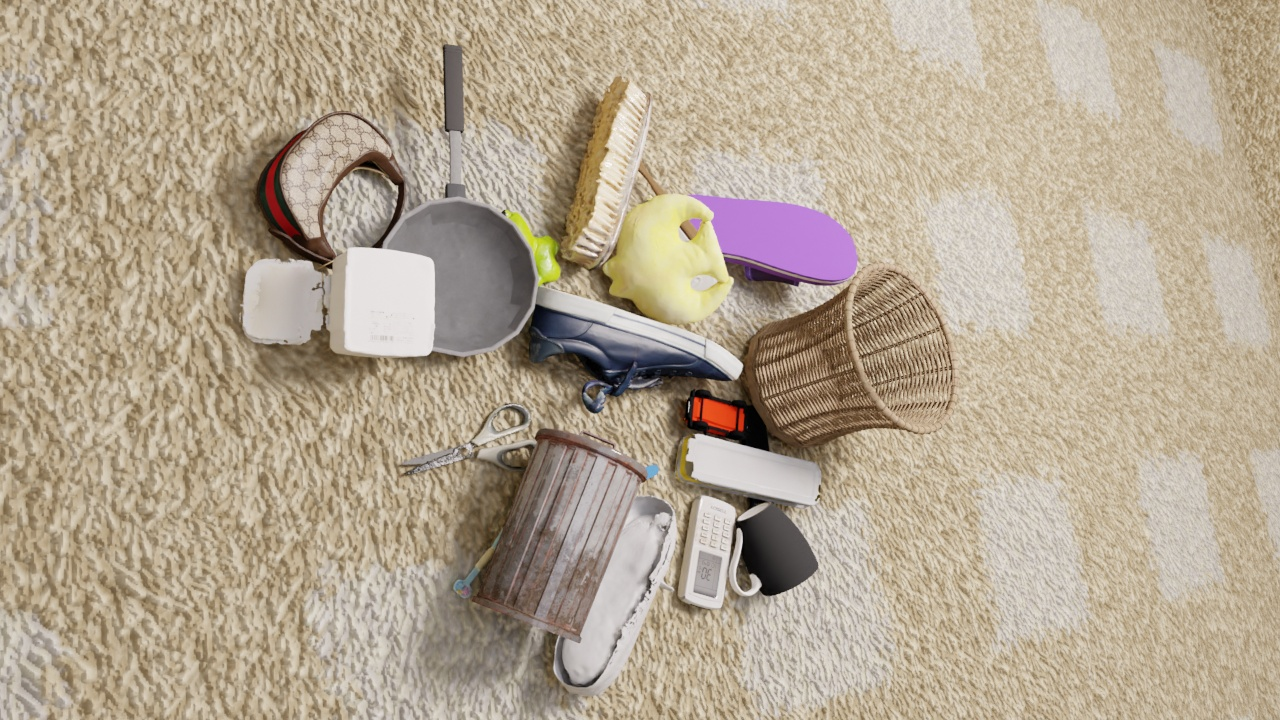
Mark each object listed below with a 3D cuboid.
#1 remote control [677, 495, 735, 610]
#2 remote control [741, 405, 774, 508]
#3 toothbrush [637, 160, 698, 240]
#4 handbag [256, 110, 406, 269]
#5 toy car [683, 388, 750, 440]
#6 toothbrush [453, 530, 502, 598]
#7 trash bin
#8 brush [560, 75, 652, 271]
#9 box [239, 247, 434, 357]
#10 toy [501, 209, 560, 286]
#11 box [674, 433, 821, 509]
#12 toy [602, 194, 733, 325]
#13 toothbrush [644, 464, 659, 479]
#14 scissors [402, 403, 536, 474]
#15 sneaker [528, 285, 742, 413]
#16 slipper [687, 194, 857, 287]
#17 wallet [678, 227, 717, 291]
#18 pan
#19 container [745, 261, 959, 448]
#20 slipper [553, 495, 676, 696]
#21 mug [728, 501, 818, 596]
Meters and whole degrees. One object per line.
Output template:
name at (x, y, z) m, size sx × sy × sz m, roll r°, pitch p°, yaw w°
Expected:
remote control at (0.084, 0.242, 1.158) m, size 0.060 × 0.026 × 0.138 m, roll 23°, pitch 66°, yaw -28°
remote control at (0.156, 0.136, 1.239) m, size 0.041 × 0.020 × 0.151 m, roll 1°, pitch 78°, yaw -34°
toothbrush at (0.032, -0.215, 1.225) m, size 0.016 × 0.016 × 0.167 m, roll -36°, pitch 85°, yaw -20°
handbag at (-0.322, -0.177, 0.977) m, size 0.138 × 0.063 × 0.166 m, roll 47°, pitch 53°, yaw -27°
toy car at (0.097, 0.074, 1.197) m, size 0.100 × 0.049 × 0.051 m, roll 17°, pitch 69°, yaw -29°
toothbrush at (-0.153, 0.197, 1.016) m, size 0.022 × 0.016 × 0.154 m, roll 43°, pitch 58°, yaw -8°
trash bin at (-0.083, 0.179, 0.985) m, size 0.130 × 0.131 × 0.210 m, roll 29°, pitch 71°, yaw -25°
brush at (-0.041, -0.240, 1.165) m, size 0.056 × 0.083 × 0.270 m, roll 25°, pitch 66°, yaw -26°
box at (-0.300, -0.058, 0.919) m, size 0.190 × 0.083 × 0.110 m, roll 3°, pitch 84°, yaw -19°
toy at (-0.139, -0.133, 1.102) m, size 0.093 × 0.036 × 0.094 m, roll -4°, pitch 86°, yaw -40°
box at (0.145, 0.147, 1.201) m, size 0.209 × 0.033 × 0.064 m, roll 15°, pitch 73°, yaw -22°
toy at (0.030, -0.124, 1.155) m, size 0.064 × 0.155 × 0.170 m, roll -75°, pitch 148°, yaw -73°
toothbrush at (-0.039, 0.156, 1.105) m, size 0.166 × 0.014 × 0.016 m, roll -19°, pitch 88°, yaw -37°
scissors at (-0.188, 0.089, 1.025) m, size 0.169 × 0.013 × 0.131 m, roll 19°, pitch 66°, yaw -27°
sneaker at (-0.007, 0.007, 1.127) m, size 0.294 × 0.121 × 0.127 m, roll 15°, pitch 92°, yaw -28°
slipper at (0.163, -0.160, 1.291) m, size 0.266 × 0.084 × 0.107 m, roll 9°, pitch 70°, yaw -10°
wallet at (0.041, -0.123, 1.205) m, size 0.086 × 0.032 × 0.116 m, roll -45°, pitch 107°, yaw 1°
pan at (-0.208, -0.179, 1.033) m, size 0.178 × 0.041 × 0.357 m, roll 0°, pitch 85°, yaw -23°
container at (0.278, 0.007, 1.233) m, size 0.226 × 0.197 × 0.226 m, roll 15°, pitch 65°, yaw -35°
slipper at (-0.023, 0.266, 1.052) m, size 0.112 × 0.075 × 0.246 m, roll 21°, pitch 60°, yaw 6°
mug at (0.156, 0.245, 1.175) m, size 0.118 × 0.085 × 0.100 m, roll -29°, pitch 90°, yaw -26°
